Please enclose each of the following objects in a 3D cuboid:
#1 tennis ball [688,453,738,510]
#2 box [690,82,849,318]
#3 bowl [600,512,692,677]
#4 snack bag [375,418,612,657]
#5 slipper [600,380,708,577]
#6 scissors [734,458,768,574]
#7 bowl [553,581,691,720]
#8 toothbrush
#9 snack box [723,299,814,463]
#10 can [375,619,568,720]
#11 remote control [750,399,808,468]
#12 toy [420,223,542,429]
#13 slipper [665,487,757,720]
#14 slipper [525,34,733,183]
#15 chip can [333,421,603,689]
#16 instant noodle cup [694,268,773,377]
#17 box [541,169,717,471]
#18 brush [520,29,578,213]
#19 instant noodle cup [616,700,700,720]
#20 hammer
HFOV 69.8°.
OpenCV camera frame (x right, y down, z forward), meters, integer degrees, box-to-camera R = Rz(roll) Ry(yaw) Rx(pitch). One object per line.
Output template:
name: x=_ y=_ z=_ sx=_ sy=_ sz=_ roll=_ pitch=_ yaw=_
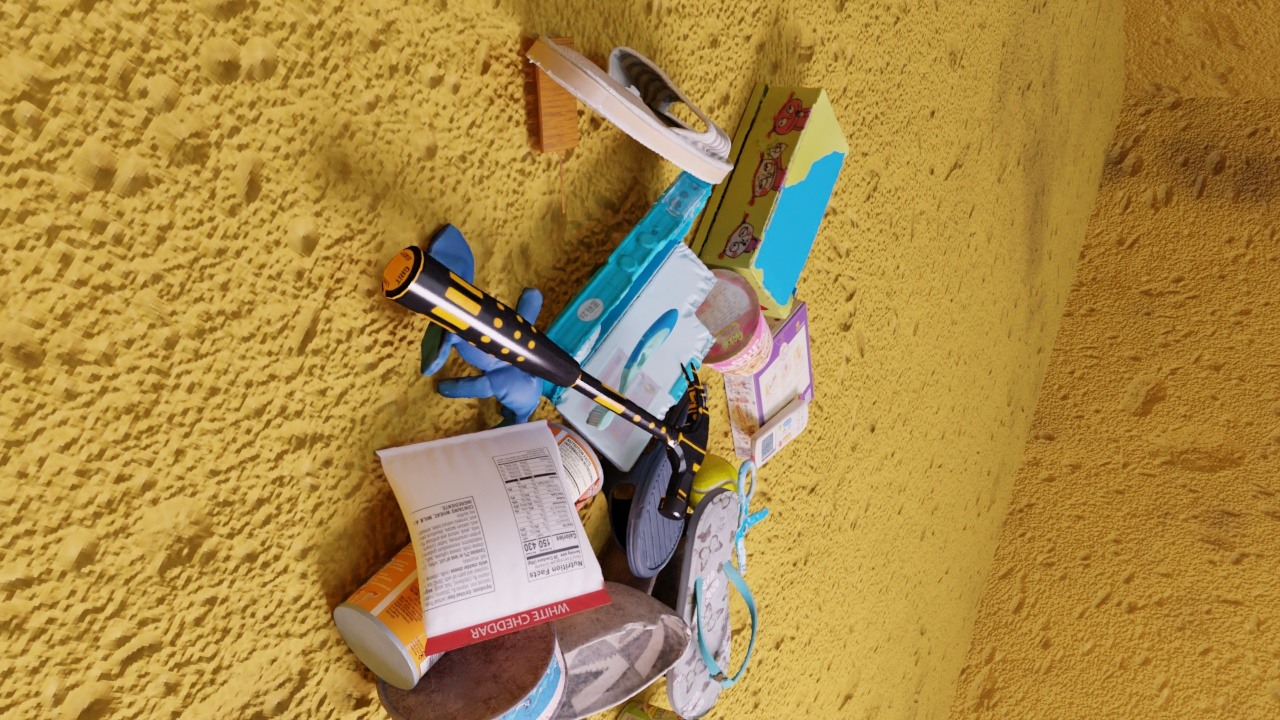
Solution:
tennis ball: x=0.074 y=0.133 z=0.983 sx=0.065 sy=0.065 sz=0.065 roll=-24 pitch=120 yaw=-51
box: x=0.138 y=-0.166 z=0.970 sx=0.124 sy=0.083 sz=0.220 roll=39 pitch=70 yaw=-55
bowl: x=0.016 y=0.228 z=0.924 sx=0.161 sy=0.070 sz=0.162 roll=-24 pitch=120 yaw=-51
snack bag: x=-0.100 y=0.113 z=0.630 sx=0.130 sy=0.144 sz=0.039 roll=-10 pitch=155 yaw=-27
slipper: x=0.006 y=0.096 z=0.867 sx=0.262 sy=0.082 sz=0.101 roll=-60 pitch=149 yaw=-59
scissors: x=0.100 y=0.173 z=0.956 sx=0.139 sy=0.011 sz=0.134 roll=-34 pitch=129 yaw=-47
bowl: x=-0.053 y=0.243 z=0.789 sx=0.178 sy=0.081 sz=0.179 roll=-18 pitch=143 yaw=-15
toothbrush: x=-0.004 y=0.004 z=0.733 sx=0.134 sy=0.017 sz=0.022 roll=-56 pitch=142 yaw=-33
snack box: x=0.156 y=0.022 z=1.092 sx=0.143 sy=0.041 sz=0.148 roll=-44 pitch=135 yaw=-40
can: x=-0.120 y=0.224 z=0.661 sx=0.129 sy=0.130 sz=0.044 roll=-44 pitch=134 yaw=-41
remote control: x=0.161 y=0.083 z=1.066 sx=0.125 sy=0.018 sz=0.038 roll=-30 pitch=125 yaw=-47
toy: x=-0.113 y=0.002 z=0.659 sx=0.176 sy=0.071 sz=0.112 roll=69 pitch=35 yaw=-40
slipper: x=0.072 y=0.254 z=0.895 sx=0.098 sy=0.055 sz=0.269 roll=-23 pitch=122 yaw=-43
slipper: x=0.007 y=-0.197 z=0.716 sx=0.054 sy=0.114 sz=0.272 roll=-49 pitch=163 yaw=18
chip can: x=-0.120 y=0.137 z=0.683 sx=0.214 sy=0.075 sz=0.075 roll=-44 pitch=134 yaw=-41
instant noodle cup: x=0.088 y=-0.028 z=0.934 sx=0.108 sy=0.098 sz=0.097 roll=36 pitch=71 yaw=-62
box: x=-0.005 y=-0.041 z=0.797 sx=0.226 sy=0.086 sz=0.169 roll=-53 pitch=142 yaw=-32
brush: x=-0.068 y=-0.182 z=0.705 sx=0.048 sy=0.017 sz=0.126 roll=-28 pitch=123 yaw=-50
instant noodle cup: x=0.029 y=0.414 z=0.973 sx=0.098 sy=0.108 sz=0.099 roll=-25 pitch=121 yaw=-51
hammer: x=-0.048 y=0.008 z=0.649 sx=0.320 sy=0.036 sz=0.123 roll=35 pitch=61 yaw=-43
